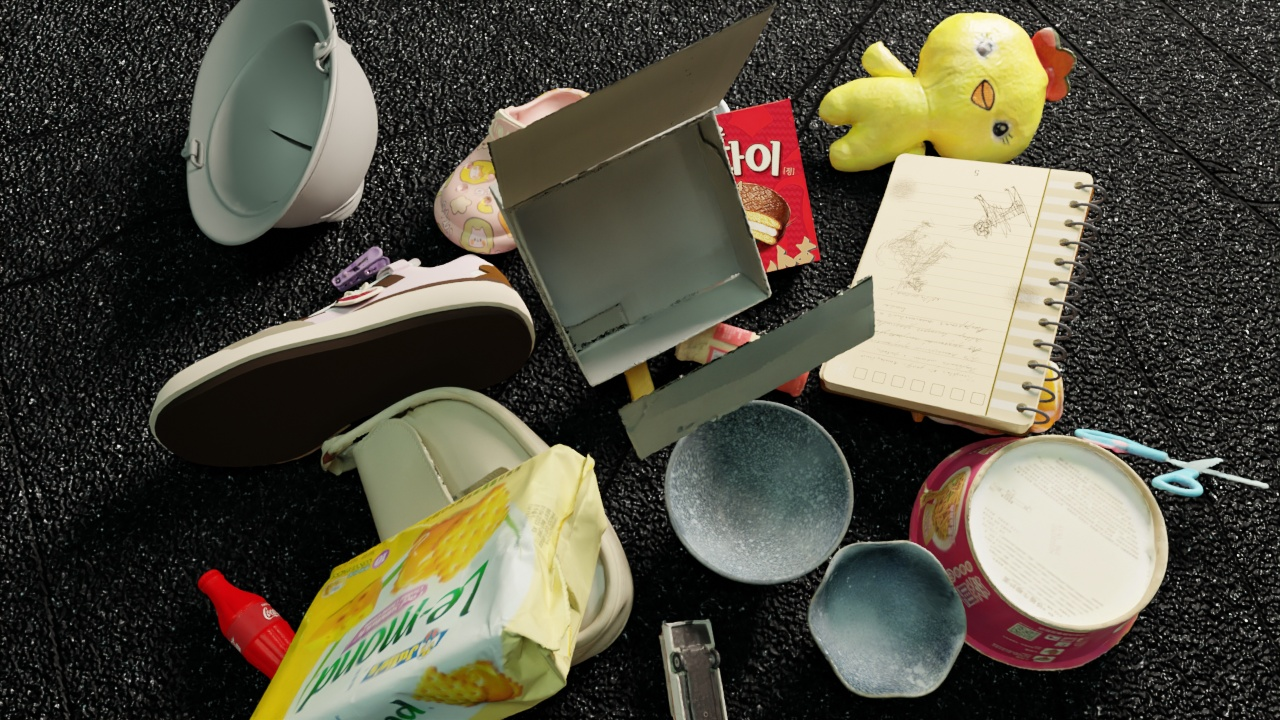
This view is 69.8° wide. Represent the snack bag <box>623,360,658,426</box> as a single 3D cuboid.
[{"bbox_3d":[-0.004,0.004,0.747,0.020,0.026,0.099,-15,68,-5],"label":"snack bag"}]

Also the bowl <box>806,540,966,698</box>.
[{"bbox_3d":[0.169,0.184,0.655,0.110,0.055,0.110,1,74,-5],"label":"bowl"}]

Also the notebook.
[{"bbox_3d":[0.252,-0.061,0.716,0.168,0.024,0.225,14,69,26],"label":"notebook"}]

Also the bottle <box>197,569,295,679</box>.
[{"bbox_3d":[-0.278,0.197,0.668,0.119,0.036,0.036,39,73,15],"label":"bottle"}]

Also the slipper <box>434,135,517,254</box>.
[{"bbox_3d":[-0.103,-0.181,0.786,0.093,0.082,0.196,28,63,16],"label":"slipper"}]

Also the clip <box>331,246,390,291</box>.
[{"bbox_3d":[-0.239,-0.077,0.783,0.051,0.032,0.013,-34,73,-10],"label":"clip"}]

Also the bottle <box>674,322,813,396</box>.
[{"bbox_3d":[0.083,-0.005,0.741,0.109,0.044,0.044,17,69,8],"label":"bottle"}]

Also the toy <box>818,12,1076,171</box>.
[{"bbox_3d":[0.263,-0.226,0.803,0.207,0.092,0.134,-16,102,1],"label":"toy"}]

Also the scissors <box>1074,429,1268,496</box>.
[{"bbox_3d":[0.397,0.079,0.681,0.135,0.129,0.015,11,106,17],"label":"scissors"}]

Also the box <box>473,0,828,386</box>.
[{"bbox_3d":[0.004,-0.100,0.588,0.167,0.330,0.165,-28,84,-6],"label":"box"}]

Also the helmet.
[{"bbox_3d":[-0.286,-0.198,0.789,0.184,0.117,0.270,-25,60,24],"label":"helmet"}]

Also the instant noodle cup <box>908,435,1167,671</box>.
[{"bbox_3d":[0.295,0.130,0.666,0.178,0.078,0.178,0,68,1],"label":"instant noodle cup"}]

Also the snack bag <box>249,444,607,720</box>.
[{"bbox_3d":[-0.124,0.158,0.540,0.248,0.068,0.159,-31,25,23],"label":"snack bag"}]

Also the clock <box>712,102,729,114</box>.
[{"bbox_3d":[0.038,-0.211,0.814,0.083,0.057,0.117,-13,76,-4],"label":"clock"}]

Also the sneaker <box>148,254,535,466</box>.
[{"bbox_3d":[-0.239,-0.017,0.728,0.293,0.112,0.116,-21,48,-6],"label":"sneaker"}]

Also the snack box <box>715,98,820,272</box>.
[{"bbox_3d":[0.059,-0.132,0.762,0.152,0.036,0.133,-13,99,-5],"label":"snack box"}]

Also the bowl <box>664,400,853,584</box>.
[{"bbox_3d":[0.086,0.103,0.690,0.137,0.057,0.137,0,68,0],"label":"bowl"}]

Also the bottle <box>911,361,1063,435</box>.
[{"bbox_3d":[0.268,0.027,0.716,0.109,0.063,0.063,-5,68,12],"label":"bottle"}]

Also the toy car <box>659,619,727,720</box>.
[{"bbox_3d":[0.038,0.242,0.646,0.039,0.039,0.113,3,67,-27],"label":"toy car"}]

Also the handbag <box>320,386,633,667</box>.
[{"bbox_3d":[-0.123,0.119,0.655,0.184,0.132,0.229,-25,68,-2],"label":"handbag"}]
